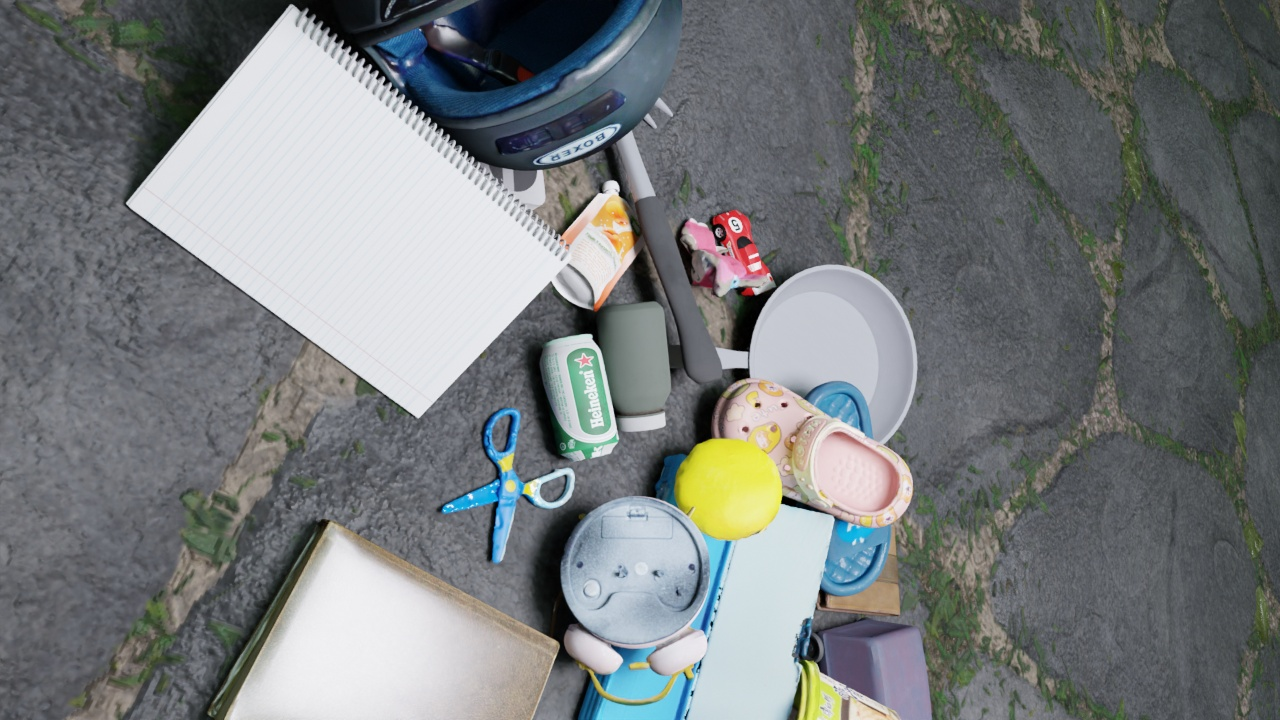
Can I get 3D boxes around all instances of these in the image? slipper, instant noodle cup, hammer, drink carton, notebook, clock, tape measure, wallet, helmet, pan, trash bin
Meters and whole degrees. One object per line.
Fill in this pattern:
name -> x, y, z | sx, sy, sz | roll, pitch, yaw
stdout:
slipper -> 0.205, 0.126, 0.899 | 0.103, 0.059, 0.214 | -8, 95, -23
instant noodle cup -> 0.159, 0.342, 0.786 | 0.098, 0.146, 0.146 | 20, 63, 2
hammer -> 0.015, -0.127, 0.847 | 0.124, 0.030, 0.310 | -12, 80, -46
drink carton -> -0.034, -0.107, 0.832 | 0.069, 0.039, 0.122 | 50, 49, -19
notebook -> -0.194, -0.093, 0.642 | 0.178, 0.013, 0.245 | -45, 114, 10
clock -> -0.003, 0.190, 0.727 | 0.117, 0.059, 0.157 | -2, 64, 4
tape measure -> -0.115, -0.162, 0.789 | 0.064, 0.017, 0.065 | 2, 78, -38
wallet -> 0.227, 0.215, 0.961 | 0.121, 0.027, 0.098 | 16, 67, -33
slipper -> 0.155, 0.086, 0.829 | 0.197, 0.081, 0.093 | 29, 83, 6
notebook -> -0.159, 0.209, 0.656 | 0.215, 0.035, 0.189 | 38, 58, -25
helmet -> -0.084, -0.257, 0.665 | 0.315, 0.249, 0.236 | -95, 161, -60
pan -> 0.123, 0.001, 0.910 | 0.356, 0.051, 0.200 | 2, 88, -22
trash bin -> 0.224, 0.341, 0.890 | 0.093, 0.092, 0.160 | 0, 83, -38

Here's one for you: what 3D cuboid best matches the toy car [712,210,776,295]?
toy car -> 0.106, -0.111, 0.942 | 0.038, 0.025, 0.089 | -23, 94, -39

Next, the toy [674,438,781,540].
toy -> 0.076, 0.110, 0.793 | 0.095, 0.041, 0.094 | -27, 67, -19

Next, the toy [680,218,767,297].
toy -> 0.070, -0.094, 0.899 | 0.065, 0.050, 0.102 | -1, 46, -38

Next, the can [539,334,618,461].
can -> -0.052, 0.032, 0.768 | 0.053, 0.053, 0.101 | -9, 85, -39

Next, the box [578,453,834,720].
box -> 0.059, 0.222, 0.800 | 0.170, 0.071, 0.243 | 21, 63, -2

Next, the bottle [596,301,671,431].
bottle -> -0.005, 0.005, 0.797 | 0.060, 0.060, 0.108 | -9, 95, -39

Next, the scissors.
scissors -> -0.102, 0.103, 0.742 | 0.127, 0.015, 0.125 | 20, 66, -30
